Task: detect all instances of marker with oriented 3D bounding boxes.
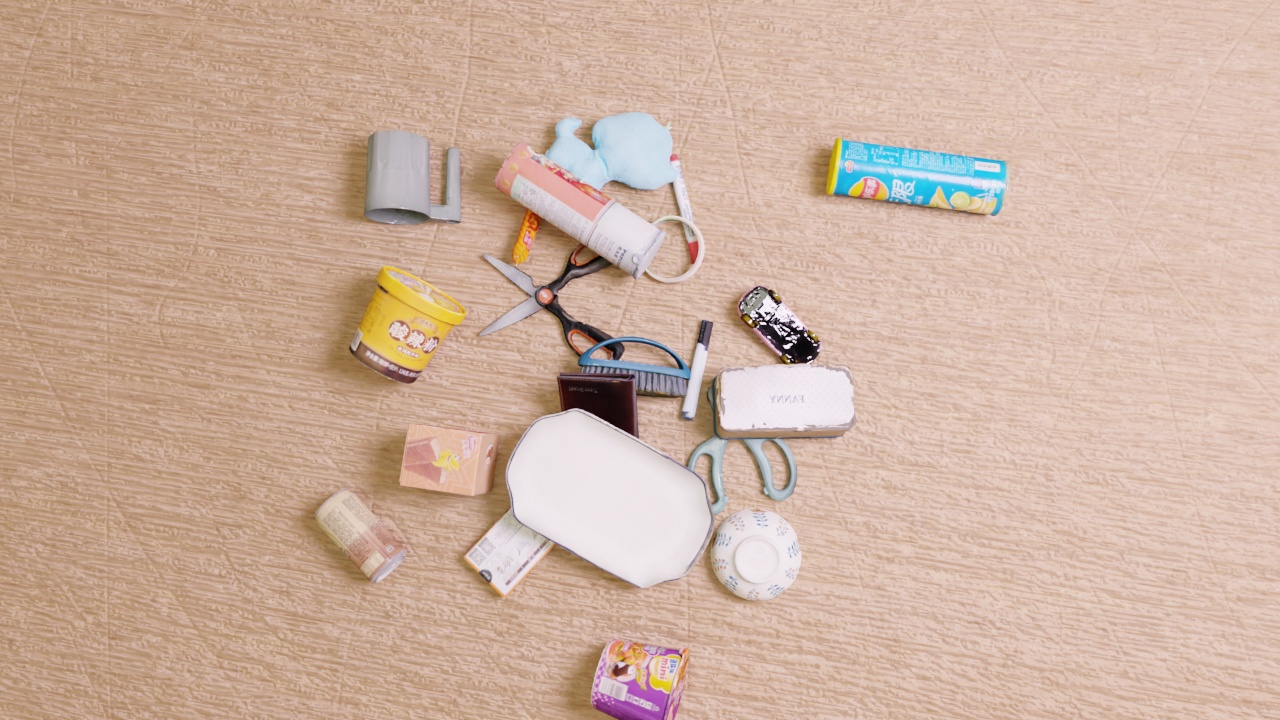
[{"bbox_3d":[0.058,-0.196,1.190,0.017,0.017,0.145,-13,84,3],"label":"marker"},{"bbox_3d":[0.073,0.012,1.170,0.018,0.022,0.130,12,85,-5],"label":"marker"}]

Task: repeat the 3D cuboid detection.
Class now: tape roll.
[{"bbox_3d":[0.039,-0.142,1.178,0.086,0.014,0.086,0,89,19],"label":"tape roll"}]

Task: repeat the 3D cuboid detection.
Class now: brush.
[{"bbox_3d":[-0.007,0.007,1.152,0.144,0.055,0.073,8,86,-6],"label":"brush"}]

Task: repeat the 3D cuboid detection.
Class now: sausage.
[{"bbox_3d":[-0.136,-0.197,1.194,0.021,0.021,0.165,16,79,5],"label":"sausage"}]

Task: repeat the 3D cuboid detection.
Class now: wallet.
[{"bbox_3d":[-0.051,0.067,1.139,0.096,0.020,0.122,1,126,6],"label":"wallet"}]

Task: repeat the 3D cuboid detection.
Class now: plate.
[{"bbox_3d":[-0.037,0.169,1.135,0.265,0.034,0.162,29,90,-4],"label":"plate"}]

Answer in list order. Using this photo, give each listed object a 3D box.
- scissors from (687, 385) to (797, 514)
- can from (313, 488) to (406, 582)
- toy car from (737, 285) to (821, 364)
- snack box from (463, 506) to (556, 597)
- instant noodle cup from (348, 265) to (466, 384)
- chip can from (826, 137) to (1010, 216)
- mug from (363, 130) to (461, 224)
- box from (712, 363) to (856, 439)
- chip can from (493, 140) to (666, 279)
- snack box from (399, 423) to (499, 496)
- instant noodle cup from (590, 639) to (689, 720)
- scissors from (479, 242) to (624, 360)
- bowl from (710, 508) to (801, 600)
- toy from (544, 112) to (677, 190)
[{"bbox_3d":[0.136,0.112,1.159,0.172,0.019,0.176,8,85,6],"label":"scissors"},{"bbox_3d":[-0.356,0.223,1.167,0.058,0.058,0.116,-45,84,0],"label":"can"},{"bbox_3d":[0.174,-0.041,1.160,0.056,0.037,0.122,-44,96,1],"label":"toy car"},{"bbox_3d":[-0.146,0.220,1.167,0.075,0.026,0.153,43,90,6],"label":"snack box"},{"bbox_3d":[-0.300,-0.042,1.159,0.118,0.118,0.114,33,96,6],"label":"instant noodle cup"},{"bbox_3d":[0.343,-0.228,1.144,0.210,0.071,0.071,9,86,4],"label":"chip can"},{"bbox_3d":[-0.295,-0.235,1.196,0.123,0.084,0.103,2,84,-22],"label":"mug"},{"bbox_3d":[0.169,0.052,1.130,0.184,0.062,0.089,1,77,2],"label":"box"},{"bbox_3d":[-0.076,-0.187,1.147,0.215,0.071,0.071,33,88,3],"label":"chip can"},{"bbox_3d":[-0.237,0.123,1.148,0.094,0.093,0.077,7,86,5],"label":"snack box"},{"bbox_3d":[-0.001,0.391,1.108,0.099,0.111,0.111,13,86,14],"label":"instant noodle cup"},{"bbox_3d":[-0.103,-0.085,1.191,0.233,0.021,0.221,42,89,6],"label":"scissors"},{"bbox_3d":[0.142,0.241,1.126,0.113,0.062,0.113,0,86,5],"label":"bowl"},{"bbox_3d":[-0.031,-0.269,1.184,0.156,0.050,0.161,-44,86,1],"label":"toy"}]
